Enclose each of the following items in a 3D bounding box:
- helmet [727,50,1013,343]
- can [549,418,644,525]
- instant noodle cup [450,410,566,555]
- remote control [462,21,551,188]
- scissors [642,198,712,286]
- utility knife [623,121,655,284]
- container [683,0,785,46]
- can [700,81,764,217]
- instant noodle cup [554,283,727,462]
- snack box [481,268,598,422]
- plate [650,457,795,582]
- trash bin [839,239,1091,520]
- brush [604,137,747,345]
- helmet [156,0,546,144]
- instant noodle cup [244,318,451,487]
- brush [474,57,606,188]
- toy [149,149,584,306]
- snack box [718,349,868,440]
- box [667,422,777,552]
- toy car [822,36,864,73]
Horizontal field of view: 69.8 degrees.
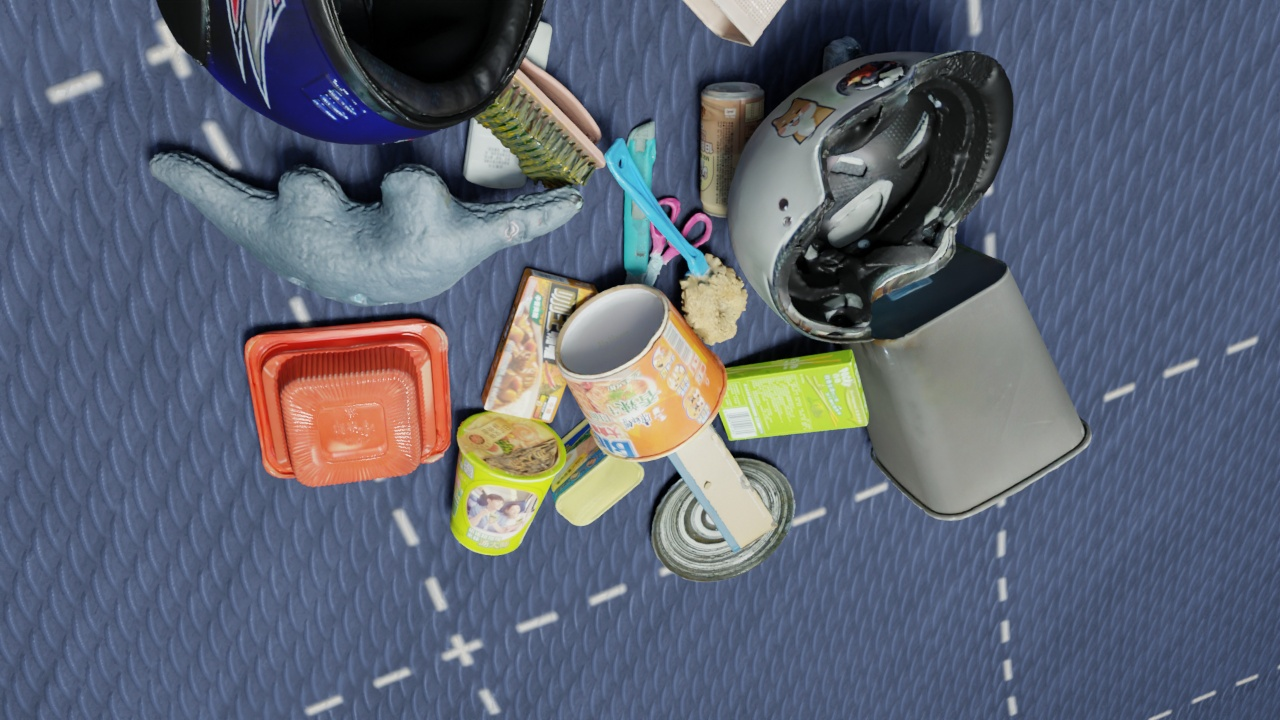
[{"bbox_3d":[0.180,-0.160,0.810,0.274,0.157,0.230,-49,140,-6],"label":"helmet"},{"bbox_3d":[-0.052,0.115,0.975,0.102,0.083,0.057,-41,120,7],"label":"can"},{"bbox_3d":[-0.147,0.132,0.950,0.111,0.111,0.124,9,122,-20],"label":"instant noodle cup"},{"bbox_3d":[-0.119,-0.227,0.810,0.058,0.021,0.150,2,118,-26],"label":"remote control"},{"bbox_3d":[0.009,-0.102,0.920,0.073,0.017,0.137,32,109,-25],"label":"scissors"},{"bbox_3d":[-0.002,-0.139,0.890,0.029,0.013,0.182,5,114,7],"label":"utility knife"},{"bbox_3d":[0.088,-0.342,0.774,0.090,0.090,0.111,37,99,-29],"label":"container"},{"bbox_3d":[0.086,-0.198,0.864,0.058,0.058,0.116,-8,119,-12],"label":"can"},{"bbox_3d":[-0.005,0.005,0.883,0.151,0.151,0.111,-32,130,2],"label":"instant noodle cup"},{"bbox_3d":[-0.102,-0.013,0.926,0.075,0.026,0.154,13,112,-22],"label":"snack box"},{"bbox_3d":[0.097,0.187,1.093,0.179,0.024,0.180,-6,118,-11],"label":"plate"},{"bbox_3d":[0.324,0.010,0.978,0.199,0.198,0.220,-30,114,-1],"label":"trash bin"},{"bbox_3d":[0.035,-0.110,0.876,0.083,0.046,0.255,-55,132,-19],"label":"brush"},{"bbox_3d":[-0.207,-0.308,0.611,0.246,0.240,0.316,-35,139,-42],"label":"helmet"},{"bbox_3d":[-0.273,0.049,0.880,0.188,0.079,0.165,-7,120,-15],"label":"instant noodle cup"},{"bbox_3d":[-0.093,-0.212,0.782,0.145,0.063,0.073,41,65,-36],"label":"brush"},{"bbox_3d":[-0.228,-0.111,0.792,0.356,0.091,0.138,2,123,-3],"label":"toy"},{"bbox_3d":[0.159,0.040,0.989,0.157,0.026,0.086,-9,123,23],"label":"snack box"},{"bbox_3d":[0.073,0.114,0.992,0.061,0.089,0.184,-36,103,2],"label":"box"},{"bbox_3d":[0.193,-0.260,0.872,0.034,0.043,0.091,-14,121,-11],"label":"toy car"}]
